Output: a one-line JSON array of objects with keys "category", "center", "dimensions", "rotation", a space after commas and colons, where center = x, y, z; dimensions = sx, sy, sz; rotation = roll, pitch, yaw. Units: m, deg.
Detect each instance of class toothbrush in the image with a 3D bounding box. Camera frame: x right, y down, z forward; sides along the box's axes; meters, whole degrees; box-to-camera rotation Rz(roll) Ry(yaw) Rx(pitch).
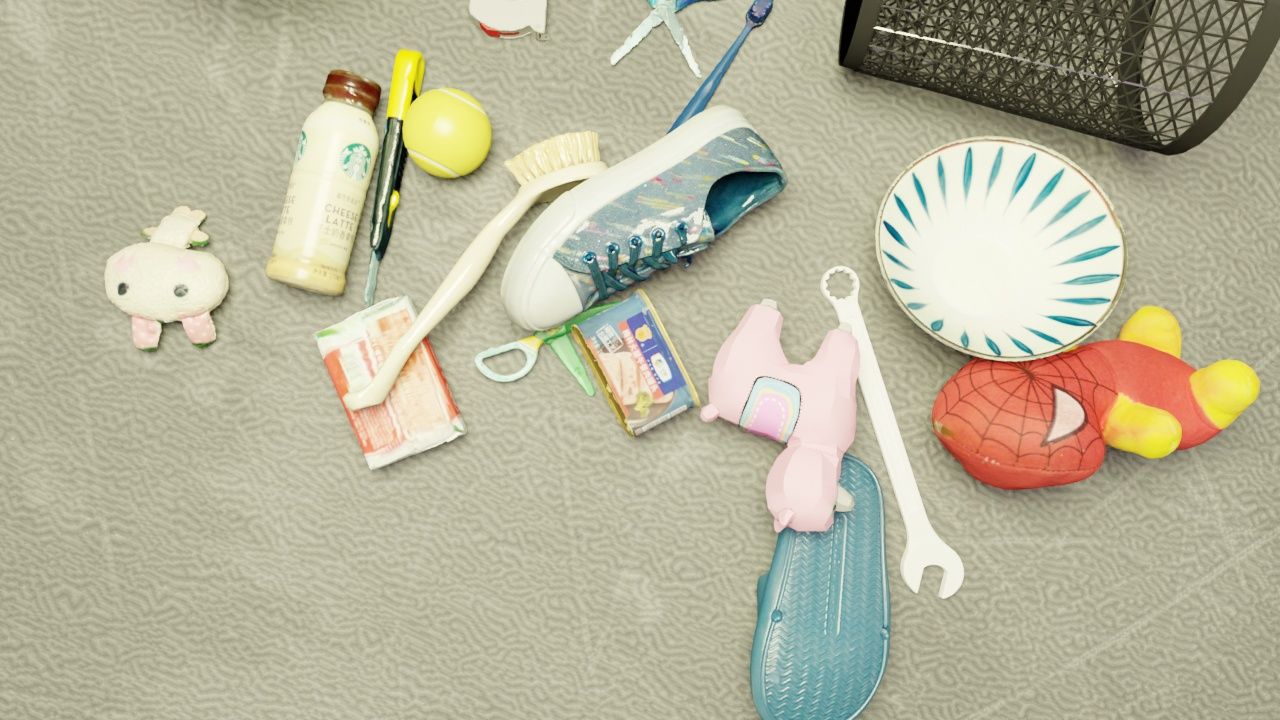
[{"category": "toothbrush", "center": [0.050, -0.210, 0.719], "dimensions": [0.016, 0.017, 0.190], "rotation": [33, 87, -1]}]

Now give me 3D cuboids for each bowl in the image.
[{"category": "bowl", "center": [0.260, -0.074, 0.690], "dimensions": [0.177, 0.071, 0.177], "rotation": [-1, 72, 3]}]

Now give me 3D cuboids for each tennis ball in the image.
[{"category": "tennis ball", "center": [-0.144, -0.169, 0.685], "dimensions": [0.065, 0.065, 0.065], "rotation": [0, 88, -3]}]

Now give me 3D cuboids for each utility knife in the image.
[{"category": "utility knife", "center": [-0.192, -0.137, 0.702], "dimensions": [0.020, 0.029, 0.203], "rotation": [10, 89, 3]}]

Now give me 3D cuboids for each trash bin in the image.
[{"category": "trash bin", "center": [0.279, -0.273, 0.646], "dimensions": [0.243, 0.217, 0.217], "rotation": [10, 88, 4]}]

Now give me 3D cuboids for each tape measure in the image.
[{"category": "tape measure", "center": [-0.100, -0.283, 0.712], "dimensions": [0.062, 0.020, 0.060], "rotation": [3, 88, -3]}]

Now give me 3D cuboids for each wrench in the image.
[{"category": "wrench", "center": [0.195, 0.057, 0.723], "dimensions": [0.047, 0.009, 0.273], "rotation": [-18, 89, -3]}]

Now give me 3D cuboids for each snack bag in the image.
[{"category": "snack bag", "center": [-0.188, 0.017, 0.692], "dimensions": [0.077, 0.036, 0.116], "rotation": [-23, 89, -4]}]

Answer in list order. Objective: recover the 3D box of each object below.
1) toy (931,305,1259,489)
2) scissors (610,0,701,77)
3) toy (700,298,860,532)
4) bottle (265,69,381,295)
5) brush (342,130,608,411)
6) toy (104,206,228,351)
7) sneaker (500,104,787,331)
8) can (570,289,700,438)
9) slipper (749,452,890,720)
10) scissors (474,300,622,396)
[{"category": "toy", "center": [0.319, 0.033, 0.676], "dimensions": [0.216, 0.147, 0.099], "rotation": [-14, 118, -5]}, {"category": "scissors", "center": [0.024, -0.283, 0.722], "dimensions": [0.133, 0.014, 0.127], "rotation": [-26, 90, -4]}, {"category": "toy", "center": [0.106, 0.043, 0.673], "dimensions": [0.123, 0.067, 0.157], "rotation": [16, 72, 6]}, {"category": "bottle", "center": [-0.232, -0.132, 0.684], "dimensions": [0.056, 0.056, 0.162], "rotation": [13, 88, -2]}, {"category": "brush", "center": [-0.120, -0.068, 0.672], "dimensions": [0.077, 0.062, 0.272], "rotation": [40, 79, 5]}, {"category": "toy", "center": [-0.352, -0.061, 0.683], "dimensions": [0.087, 0.050, 0.112], "rotation": [4, 94, -3]}, {"category": "sneaker", "center": [0.006, -0.095, 0.664], "dimensions": [0.235, 0.087, 0.079], "rotation": [-38, 58, -10]}, {"category": "can", "center": [-0.004, 0.004, 0.689], "dimensions": [0.059, 0.054, 0.100], "rotation": [-28, 93, -7]}, {"category": "slipper", "center": [0.138, 0.174, 0.694], "dimensions": [0.104, 0.059, 0.213], "rotation": [14, 73, -6]}, {"category": "scissors", "center": [-0.073, -0.024, 0.711], "dimensions": [0.131, 0.011, 0.125], "rotation": [-30, 92, -6]}]
